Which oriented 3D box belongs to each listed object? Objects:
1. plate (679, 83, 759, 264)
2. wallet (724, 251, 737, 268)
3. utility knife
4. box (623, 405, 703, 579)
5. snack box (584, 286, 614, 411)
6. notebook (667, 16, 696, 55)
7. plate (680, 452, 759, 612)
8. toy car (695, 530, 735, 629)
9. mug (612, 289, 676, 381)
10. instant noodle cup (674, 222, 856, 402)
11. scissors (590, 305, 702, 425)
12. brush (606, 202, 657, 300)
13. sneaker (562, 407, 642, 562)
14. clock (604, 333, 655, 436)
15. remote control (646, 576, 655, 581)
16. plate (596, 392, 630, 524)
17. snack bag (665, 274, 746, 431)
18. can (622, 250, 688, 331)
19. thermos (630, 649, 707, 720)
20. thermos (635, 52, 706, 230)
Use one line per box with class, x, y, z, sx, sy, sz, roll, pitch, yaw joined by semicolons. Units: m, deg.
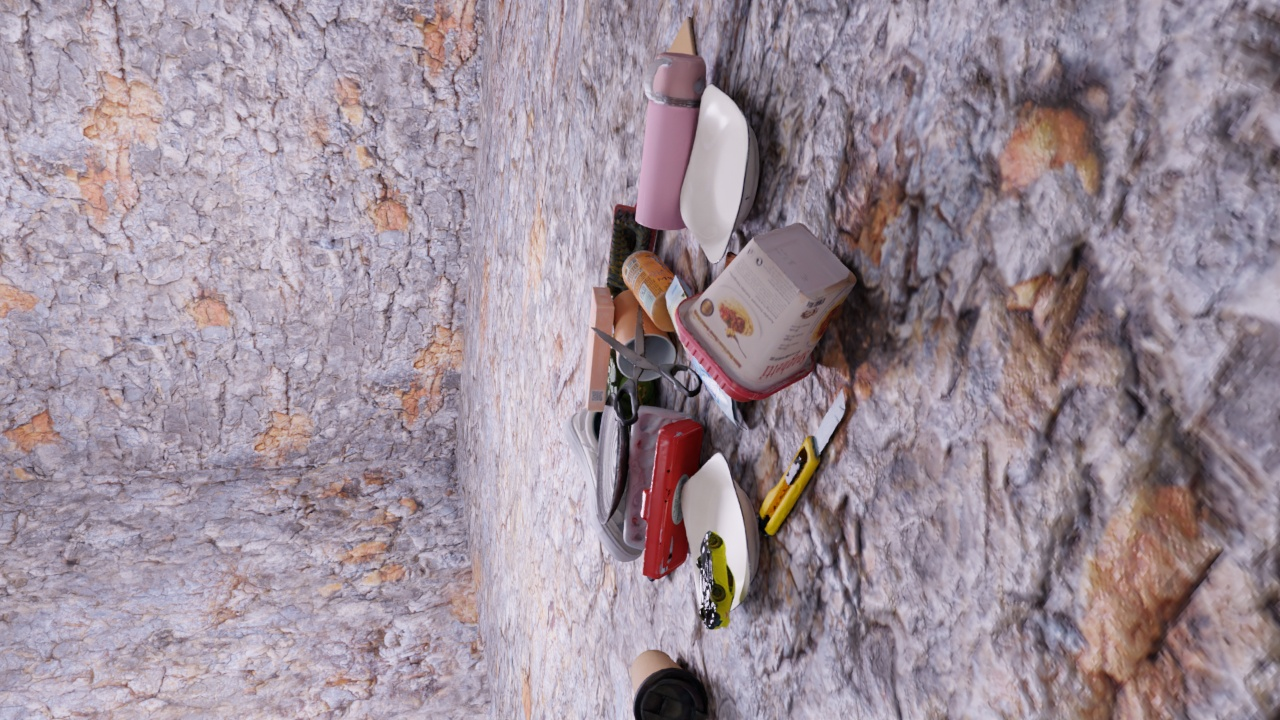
plate;0.090;-0.200;0.986;0.163;0.034;0.165;-113;30;-53
wallet;0.117;-0.054;0.931;0.124;0.032;0.101;-141;49;-69
utility knife;0.149;0.102;0.865;0.224;0.015;0.033;108;151;-46
box;0.016;0.160;1.145;0.101;0.095;0.202;18;113;34
snack box;-0.059;-0.016;1.278;0.084;0.026;0.157;-106;21;-66
notebook;0.050;-0.299;1.155;0.148;0.008;0.207;135;131;-66
plate;0.094;0.194;1.015;0.165;0.034;0.163;123;142;-61
toy car;0.080;0.228;0.957;0.048;0.032;0.105;108;164;-47
mug;-0.002;-0.039;1.241;0.122;0.078;0.078;-105;22;-51
instant noodle cup;0.112;-0.046;0.799;0.116;0.116;0.124;50;134;18
scissors;-0.002;0.007;1.141;0.159;0.181;0.014;-55;-28;-23
brush;-0.013;-0.149;1.292;0.069;0.063;0.146;-63;-14;-54
sneaker;-0.034;0.173;1.356;0.091;0.089;0.242;-35;66;32
clock;-0.017;0.043;1.316;0.161;0.056;0.116;-115;28;-50
remote control;0.025;0.238;1.252;0.053;0.024;0.136;-126;39;-63
plate;-0.035;0.132;1.238;0.179;0.024;0.179;-176;91;-80
snack bag;0.073;-0.012;1.029;0.190;0.039;0.110;-114;14;-54
can;0.021;-0.091;1.179;0.146;0.058;0.058;-122;35;-58
thermos;0.029;0.421;1.165;0.143;0.093;0.093;-176;85;-81
thermos;0.030;-0.254;1.072;0.067;0.087;0.199;27;123;34
